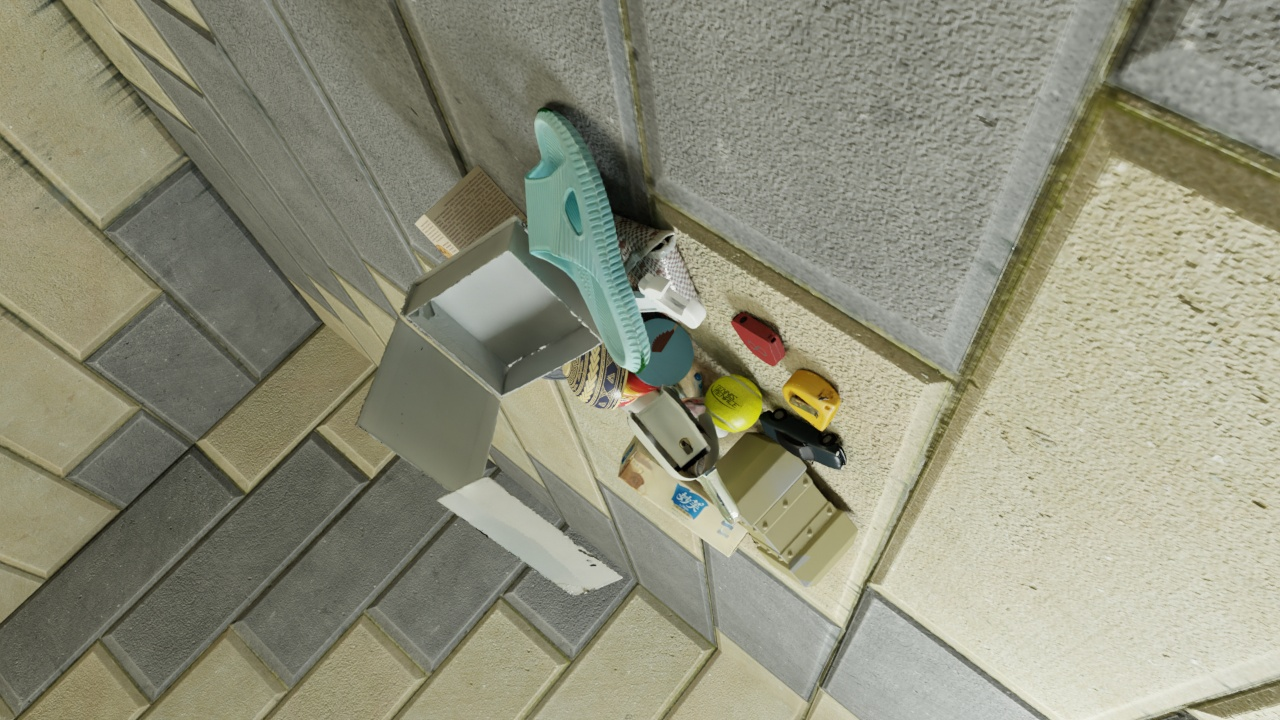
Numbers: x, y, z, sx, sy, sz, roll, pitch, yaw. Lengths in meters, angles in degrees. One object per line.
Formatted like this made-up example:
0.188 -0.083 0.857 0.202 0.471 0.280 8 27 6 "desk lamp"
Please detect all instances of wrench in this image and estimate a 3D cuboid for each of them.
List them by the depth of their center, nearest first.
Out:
-0.003 -0.062 0.971 0.066 0.018 0.273 39 170 -17 "wrench"

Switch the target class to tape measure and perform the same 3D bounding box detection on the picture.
0.122 -0.021 0.934 0.059 0.019 0.051 37 165 41 "tape measure"
0.174 0.038 0.943 0.059 0.030 0.068 35 161 16 "tape measure"

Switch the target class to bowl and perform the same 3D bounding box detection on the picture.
-0.058 0.000 1.085 0.061 0.112 0.113 6 172 -17 "bowl"

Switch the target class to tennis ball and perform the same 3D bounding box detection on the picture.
0.107 0.049 1.055 0.065 0.065 0.065 38 162 14 "tennis ball"

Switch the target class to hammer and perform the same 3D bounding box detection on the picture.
0.132 0.171 1.265 0.190 0.100 0.325 49 169 -21 "hammer"

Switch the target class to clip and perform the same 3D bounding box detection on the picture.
0.054 0.063 1.266 0.023 0.043 0.076 19 150 49 "clip"

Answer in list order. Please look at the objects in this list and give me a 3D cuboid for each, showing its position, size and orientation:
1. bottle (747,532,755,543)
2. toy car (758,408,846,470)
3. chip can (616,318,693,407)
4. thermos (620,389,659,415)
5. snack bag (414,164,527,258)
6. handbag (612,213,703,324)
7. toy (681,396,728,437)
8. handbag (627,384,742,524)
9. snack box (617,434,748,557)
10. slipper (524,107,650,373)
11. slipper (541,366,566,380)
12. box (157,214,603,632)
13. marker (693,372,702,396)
0.195 0.252 1.357 0.059 0.059 0.182 45 163 -10 "bottle"
0.182 0.091 1.041 0.112 0.034 0.046 27 157 40 "toy car"
-0.007 0.007 1.169 0.087 0.087 0.214 44 162 -6 "chip can"
-0.034 0.032 1.341 0.224 0.052 0.052 38 162 15 "thermos"
-0.178 -0.136 1.183 0.206 0.094 0.070 47 162 -15 "snack bag"
-0.023 -0.111 0.989 0.186 0.047 0.124 28 159 39 "handbag"
0.075 0.067 1.186 0.076 0.037 0.125 3 160 13 "toy"
0.065 0.111 1.063 0.176 0.074 0.151 50 174 7 "handbag"
0.063 0.201 1.409 0.207 0.055 0.153 36 -174 -2 "snack box"
-0.062 -0.109 0.899 0.116 0.069 0.276 11 121 67 "slipper"
-0.115 -0.075 1.126 0.268 0.111 0.083 75 -174 -55 "slipper"
-0.278 0.083 1.018 0.167 0.527 0.234 44 168 -31 "box"
0.078 0.051 1.213 0.013 0.013 0.142 36 161 21 "marker"
